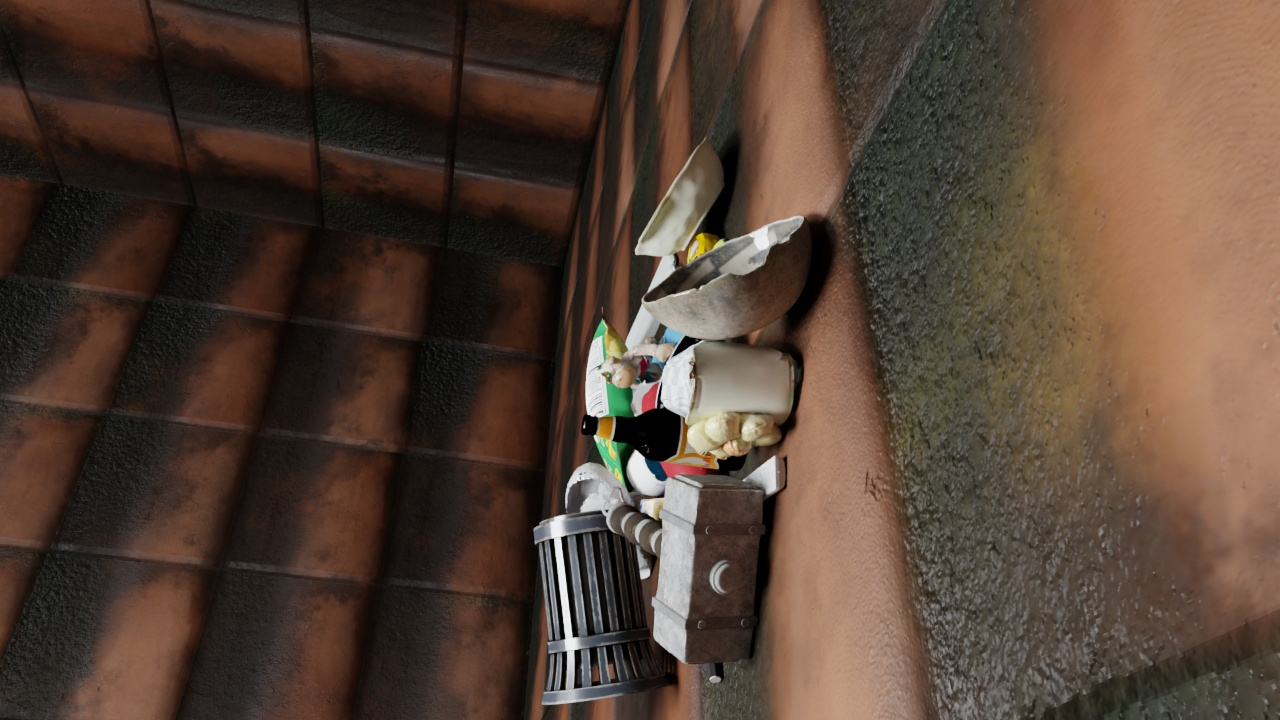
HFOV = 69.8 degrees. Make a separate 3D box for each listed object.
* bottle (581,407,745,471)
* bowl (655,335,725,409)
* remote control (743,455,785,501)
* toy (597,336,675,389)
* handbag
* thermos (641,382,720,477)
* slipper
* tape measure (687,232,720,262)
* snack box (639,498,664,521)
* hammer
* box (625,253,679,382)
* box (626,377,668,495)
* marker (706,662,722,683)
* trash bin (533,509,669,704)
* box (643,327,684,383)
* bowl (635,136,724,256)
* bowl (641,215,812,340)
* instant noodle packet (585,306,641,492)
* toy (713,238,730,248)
[{"bbox_3d":[0.025,0.083,1.022,0.059,0.181,0.059,-173,91,-80],"label":"bottle"},{"bbox_3d":[0.076,0.026,1.081,0.119,0.066,0.120,-51,-25,-36],"label":"bowl"},{"bbox_3d":[0.120,0.131,0.936,0.131,0.012,0.033,121,154,-65],"label":"remote control"},{"bbox_3d":[-0.008,0.007,1.282,0.074,0.106,0.085,-115,25,-51],"label":"toy"},{"bbox_3d":[0.084,0.041,0.944,0.172,0.112,0.123,162,109,-79],"label":"handbag"},{"bbox_3d":[0.059,0.114,1.121,0.239,0.073,0.073,-112,31,-56],"label":"thermos"},{"bbox_3d":[-0.036,0.231,1.344,0.074,0.112,0.247,-99,-12,-46],"label":"slipper"},{"bbox_3d":[0.090,-0.144,1.264,0.066,0.037,0.064,119,157,-58],"label":"tape measure"},{"bbox_3d":[0.042,0.210,1.187,0.207,0.057,0.056,138,140,-76],"label":"snack box"},{"bbox_3d":[0.022,0.201,1.022,0.327,0.079,0.177,-172,87,-67],"label":"hammer"},{"bbox_3d":[0.020,-0.077,1.558,0.188,0.037,0.209,-104,35,-61],"label":"box"},{"bbox_3d":[0.020,0.108,1.280,0.106,0.080,0.150,127,138,-68],"label":"box"},{"bbox_3d":[0.076,0.301,1.025,0.123,0.017,0.021,-96,-16,-49],"label":"marker"},{"bbox_3d":[-0.060,0.321,1.210,0.164,0.164,0.227,124,140,-68],"label":"trash bin"},{"bbox_3d":[0.050,0.005,1.320,0.232,0.052,0.093,115,160,-59],"label":"box"},{"bbox_3d":[0.066,-0.216,1.287,0.189,0.060,0.218,-58,-1,36],"label":"bowl"},{"bbox_3d":[0.096,-0.068,0.908,0.081,0.178,0.178,63,178,-13],"label":"bowl"},{"bbox_3d":[-0.035,0.074,1.407,0.196,0.090,0.252,80,-178,-57],"label":"instant noodle packet"},{"bbox_3d":[0.103,-0.089,1.127,0.092,0.046,0.115,-105,18,-68],"label":"toy"}]
